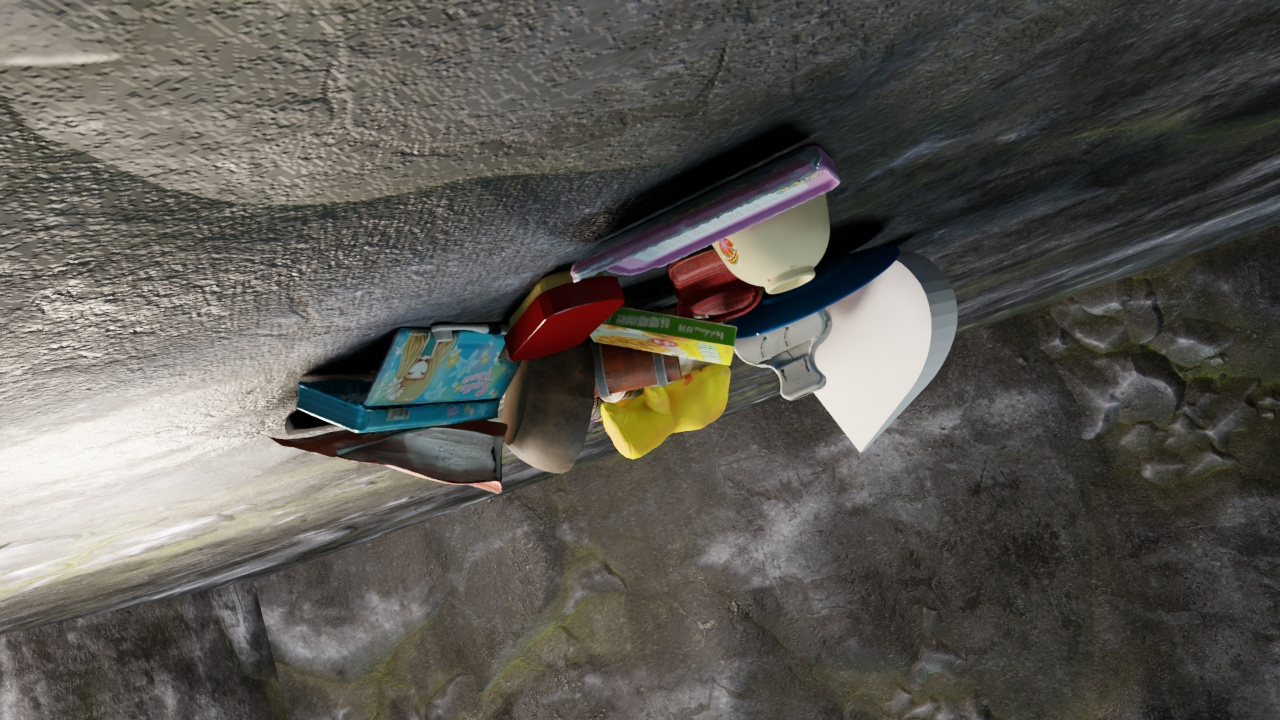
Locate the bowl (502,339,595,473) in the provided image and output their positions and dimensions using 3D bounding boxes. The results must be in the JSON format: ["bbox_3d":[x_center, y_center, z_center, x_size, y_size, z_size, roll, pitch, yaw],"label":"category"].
[{"bbox_3d":[-0.112,0.048,1.074,0.070,0.162,0.163,10,160,-20],"label":"bowl"}]

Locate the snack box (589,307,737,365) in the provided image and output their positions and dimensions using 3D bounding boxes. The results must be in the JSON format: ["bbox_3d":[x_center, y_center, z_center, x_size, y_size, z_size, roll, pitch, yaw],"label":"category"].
[{"bbox_3d":[0.022,-0.029,1.027,0.168,0.027,0.132,10,172,6],"label":"snack box"}]

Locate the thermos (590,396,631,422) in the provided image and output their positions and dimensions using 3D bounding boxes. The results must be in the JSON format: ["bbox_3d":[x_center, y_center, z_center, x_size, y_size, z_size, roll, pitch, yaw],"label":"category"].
[{"bbox_3d":[-0.095,0.060,1.352,0.091,0.076,0.232,27,-167,26],"label":"thermos"}]

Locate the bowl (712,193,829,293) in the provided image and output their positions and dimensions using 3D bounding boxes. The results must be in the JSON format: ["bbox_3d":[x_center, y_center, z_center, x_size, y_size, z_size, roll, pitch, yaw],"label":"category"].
[{"bbox_3d":[0.130,-0.106,0.868,0.118,0.074,0.118,-18,171,-3],"label":"bowl"}]

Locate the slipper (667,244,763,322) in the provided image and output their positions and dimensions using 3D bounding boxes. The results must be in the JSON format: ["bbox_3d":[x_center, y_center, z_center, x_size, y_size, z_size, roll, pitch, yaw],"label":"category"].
[{"bbox_3d":[0.087,-0.072,1.030,0.103,0.059,0.248,-20,169,10],"label":"slipper"}]

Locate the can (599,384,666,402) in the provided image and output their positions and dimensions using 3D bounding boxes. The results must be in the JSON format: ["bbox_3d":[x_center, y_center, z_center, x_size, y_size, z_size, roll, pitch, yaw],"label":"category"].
[{"bbox_3d":[-0.010,0.023,1.363,0.067,0.067,0.120,-26,169,37],"label":"can"}]

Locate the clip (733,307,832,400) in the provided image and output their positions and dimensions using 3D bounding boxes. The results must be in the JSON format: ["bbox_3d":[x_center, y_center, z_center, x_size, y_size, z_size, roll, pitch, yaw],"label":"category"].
[{"bbox_3d":[0.181,-0.026,1.165,0.127,0.151,0.105,-25,144,24],"label":"clip"}]

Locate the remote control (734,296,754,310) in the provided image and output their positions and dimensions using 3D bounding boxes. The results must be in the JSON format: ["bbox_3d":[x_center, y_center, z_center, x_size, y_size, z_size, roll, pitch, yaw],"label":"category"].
[{"bbox_3d":[0.166,-0.075,1.299,0.043,0.013,0.136,-23,170,24],"label":"remote control"}]

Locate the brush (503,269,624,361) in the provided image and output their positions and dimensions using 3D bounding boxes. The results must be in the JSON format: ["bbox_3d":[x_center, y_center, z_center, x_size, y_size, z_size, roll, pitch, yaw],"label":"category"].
[{"bbox_3d":[-0.080,-0.047,0.902,0.082,0.042,0.174,-14,170,-26],"label":"brush"}]

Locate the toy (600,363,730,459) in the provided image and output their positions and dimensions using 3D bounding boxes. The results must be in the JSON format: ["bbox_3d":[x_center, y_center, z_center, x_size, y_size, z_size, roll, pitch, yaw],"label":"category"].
[{"bbox_3d":[0.042,0.073,1.313,0.193,0.087,0.135,-21,160,-12],"label":"toy"}]

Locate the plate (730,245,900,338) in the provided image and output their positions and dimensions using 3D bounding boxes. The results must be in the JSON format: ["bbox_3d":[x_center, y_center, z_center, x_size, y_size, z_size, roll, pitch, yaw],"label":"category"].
[{"bbox_3d":[0.200,-0.091,1.101,0.224,0.024,0.224,-28,-170,5],"label":"plate"}]

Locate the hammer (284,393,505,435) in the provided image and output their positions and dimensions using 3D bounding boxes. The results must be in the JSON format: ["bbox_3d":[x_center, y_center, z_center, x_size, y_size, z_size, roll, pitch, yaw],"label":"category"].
[{"bbox_3d":[-0.277,0.052,1.148,0.322,0.029,0.127,-11,168,-34],"label":"hammer"}]

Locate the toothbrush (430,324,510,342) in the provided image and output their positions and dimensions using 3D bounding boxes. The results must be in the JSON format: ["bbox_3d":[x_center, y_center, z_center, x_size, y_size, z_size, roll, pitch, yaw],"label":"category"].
[{"bbox_3d":[-0.147,-0.030,0.952,0.012,0.017,0.186,-11,176,33],"label":"toothbrush"}]

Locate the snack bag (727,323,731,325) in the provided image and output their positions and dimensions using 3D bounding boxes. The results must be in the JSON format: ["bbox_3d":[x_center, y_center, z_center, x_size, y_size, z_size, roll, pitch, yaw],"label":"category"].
[{"bbox_3d":[0.160,-0.053,1.404,0.197,0.016,0.070,-20,169,10],"label":"snack bag"}]

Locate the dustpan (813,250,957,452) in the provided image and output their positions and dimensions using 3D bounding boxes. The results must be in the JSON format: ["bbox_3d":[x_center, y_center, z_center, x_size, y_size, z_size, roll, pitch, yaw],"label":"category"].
[{"bbox_3d":[0.324,-0.030,1.263,0.053,0.191,0.258,-12,145,-33],"label":"dustpan"}]

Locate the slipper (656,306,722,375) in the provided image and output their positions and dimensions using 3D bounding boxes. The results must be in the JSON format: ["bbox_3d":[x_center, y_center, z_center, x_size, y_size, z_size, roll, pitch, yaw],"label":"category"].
[{"bbox_3d":[0.061,-0.027,1.261,0.114,0.054,0.272,-18,163,6],"label":"slipper"}]

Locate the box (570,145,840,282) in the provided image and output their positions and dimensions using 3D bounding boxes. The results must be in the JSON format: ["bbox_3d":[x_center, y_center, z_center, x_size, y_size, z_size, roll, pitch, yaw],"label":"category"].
[{"bbox_3d":[0.054,-0.118,0.757,0.215,0.040,0.151,-22,-177,22],"label":"box"}]

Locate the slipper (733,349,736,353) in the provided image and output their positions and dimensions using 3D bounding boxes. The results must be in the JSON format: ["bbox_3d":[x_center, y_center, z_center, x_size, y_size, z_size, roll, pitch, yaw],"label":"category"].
[{"bbox_3d":[0.208,-0.051,1.252,0.198,0.081,0.093,-35,165,25],"label":"slipper"}]

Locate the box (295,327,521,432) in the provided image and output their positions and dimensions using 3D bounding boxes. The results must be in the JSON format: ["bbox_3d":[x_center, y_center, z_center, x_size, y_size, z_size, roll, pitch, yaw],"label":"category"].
[{"bbox_3d":[-0.224,0.031,0.975,0.169,0.086,0.226,-23,170,26],"label":"box"}]

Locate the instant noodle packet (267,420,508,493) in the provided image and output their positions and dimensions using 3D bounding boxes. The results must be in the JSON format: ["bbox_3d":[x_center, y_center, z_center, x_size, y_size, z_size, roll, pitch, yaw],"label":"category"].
[{"bbox_3d":[-0.286,0.102,1.037,0.220,0.084,0.165,5,-179,-43],"label":"instant noodle packet"}]

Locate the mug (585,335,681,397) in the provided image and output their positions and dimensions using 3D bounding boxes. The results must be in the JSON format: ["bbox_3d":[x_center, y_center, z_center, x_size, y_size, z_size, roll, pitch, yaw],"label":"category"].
[{"bbox_3d":[-0.007,0.007,1.148,0.111,0.081,0.117,-8,155,4],"label":"mug"}]
